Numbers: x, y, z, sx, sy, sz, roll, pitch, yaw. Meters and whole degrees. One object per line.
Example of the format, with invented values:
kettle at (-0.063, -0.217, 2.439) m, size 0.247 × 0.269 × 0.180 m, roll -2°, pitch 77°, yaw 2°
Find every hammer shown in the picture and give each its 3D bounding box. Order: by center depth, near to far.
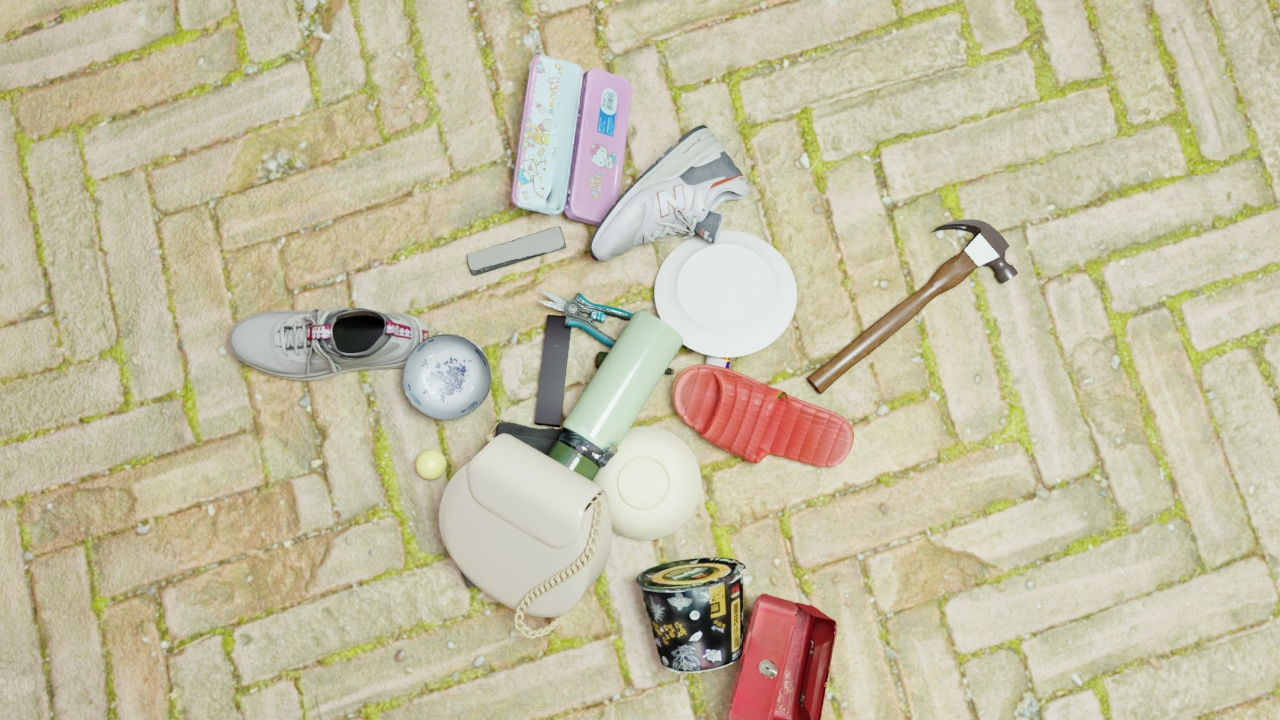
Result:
hammer at (0.354, -0.068, 1.226) m, size 0.323 × 0.033 × 0.115 m, roll -39°, pitch 85°, yaw -3°

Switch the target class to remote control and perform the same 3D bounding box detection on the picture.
remote control at (-0.117, 0.014, 1.235) m, size 0.034 × 0.013 × 0.150 m, roll 6°, pitch 83°, yaw -2°
remote control at (-0.171, -0.150, 1.259) m, size 0.136 × 0.013 × 0.033 m, roll -17°, pitch 83°, yaw -2°

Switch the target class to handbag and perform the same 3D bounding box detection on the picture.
handbag at (-0.144, 0.209, 1.116) m, size 0.211 × 0.103 × 0.209 m, roll 28°, pitch 123°, yaw 14°
handbag at (-0.143, 0.119, 1.201) m, size 0.128 × 0.054 × 0.079 m, roll 6°, pitch 85°, yaw 4°

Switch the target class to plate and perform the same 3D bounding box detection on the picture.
plate at (0.113, -0.095, 1.218) m, size 0.188 × 0.016 × 0.188 m, roll -1°, pitch 68°, yaw 2°

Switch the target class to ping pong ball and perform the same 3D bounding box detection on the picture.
ping pong ball at (-0.276, 0.137, 1.210) m, size 0.040 × 0.040 × 0.040 m, roll 0°, pitch 82°, yaw 1°

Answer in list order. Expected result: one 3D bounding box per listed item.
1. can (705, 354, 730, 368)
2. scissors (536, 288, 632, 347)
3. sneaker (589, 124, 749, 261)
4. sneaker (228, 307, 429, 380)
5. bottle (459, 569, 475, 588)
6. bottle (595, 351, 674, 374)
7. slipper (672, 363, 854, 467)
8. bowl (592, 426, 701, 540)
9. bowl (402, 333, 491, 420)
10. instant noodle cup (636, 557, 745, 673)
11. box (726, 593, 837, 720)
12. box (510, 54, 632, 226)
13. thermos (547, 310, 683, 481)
can at (0.104, -0.008, 1.222) m, size 0.032 × 0.032 × 0.095 m, roll 8°, pitch 83°, yaw 2°
scissors at (-0.063, -0.058, 1.235) m, size 0.148 × 0.019 × 0.123 m, roll -16°, pitch 84°, yaw -11°
sneaker at (0.050, -0.197, 1.221) m, size 0.124 × 0.089 × 0.239 m, roll 40°, pitch 82°, yaw 9°
sneaker at (-0.418, -0.029, 1.192) m, size 0.263 × 0.129 × 0.096 m, roll -1°, pitch 82°, yaw 3°
bottle at (-0.234, 0.240, 1.200) m, size 0.030 × 0.030 × 0.113 m, roll -26°, pitch 83°, yaw -2°
bottle at (-0.007, 0.007, 1.227) m, size 0.106 × 0.025 × 0.025 m, roll 9°, pitch 83°, yaw 3°
slipper at (0.157, 0.081, 1.181) m, size 0.249 × 0.059 × 0.104 m, roll 20°, pitch 107°, yaw -2°
bowl at (0.005, 0.157, 1.183) m, size 0.151 × 0.075 × 0.150 m, roll 0°, pitch 82°, yaw 1°
bowl at (-0.254, 0.021, 1.217) m, size 0.114 × 0.045 × 0.114 m, roll 0°, pitch 92°, yaw -8°
instant noodle cup at (0.070, 0.316, 1.138) m, size 0.137 × 0.137 × 0.112 m, roll -9°, pitch 92°, yaw 0°
box at (0.165, 0.373, 1.124) m, size 0.110 × 0.134 × 0.157 m, roll 11°, pitch 82°, yaw 2°
box at (-0.091, -0.295, 1.238) m, size 0.150 × 0.035 × 0.214 m, roll 10°, pitch 82°, yaw -21°
thermos at (-0.033, 0.053, 1.161) m, size 0.082 × 0.082 × 0.231 m, roll 32°, pitch 78°, yaw 5°
